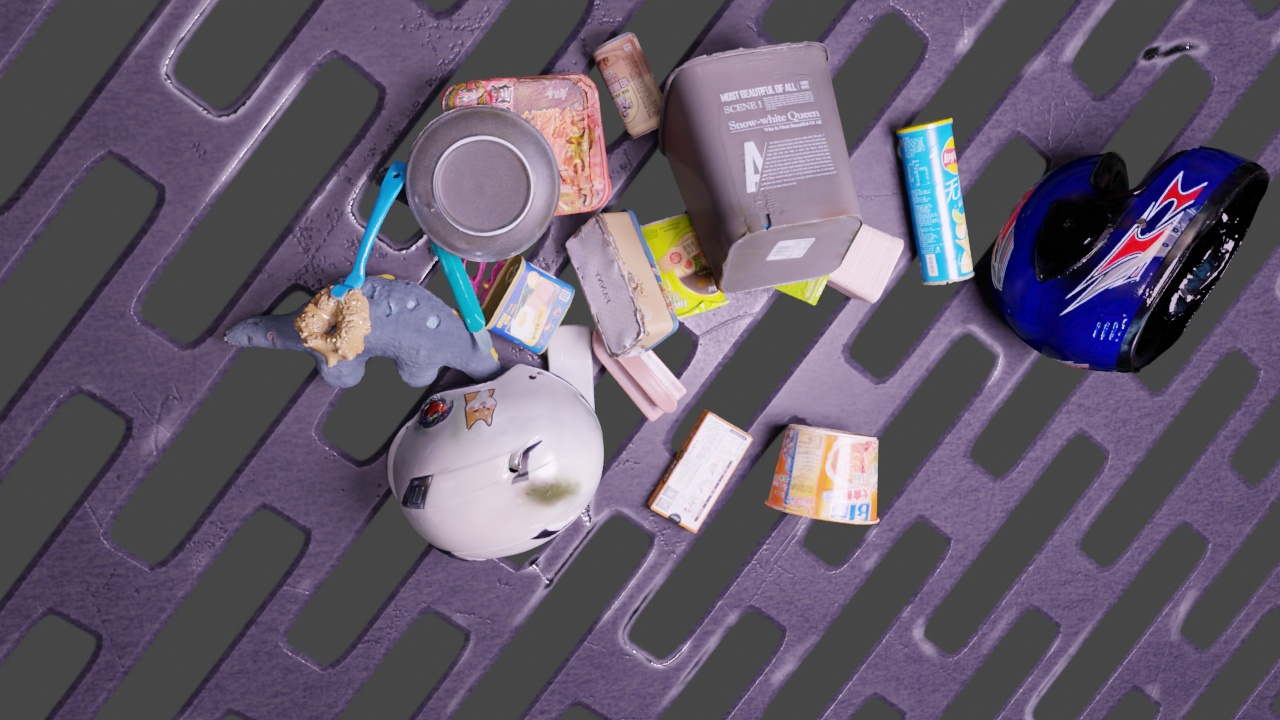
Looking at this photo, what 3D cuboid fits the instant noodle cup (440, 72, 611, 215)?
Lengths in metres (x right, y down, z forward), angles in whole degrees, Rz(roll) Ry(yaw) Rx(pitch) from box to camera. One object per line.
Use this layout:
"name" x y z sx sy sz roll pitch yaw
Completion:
"instant noodle cup" -0.136 -0.254 1.101 0.188 0.079 0.164 -7 101 -9

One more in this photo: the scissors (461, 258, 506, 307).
"scissors" -0.215 -0.073 1.151 0.073 0.017 0.137 29 97 -16

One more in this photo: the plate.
"plate" -0.180 -0.201 1.053 0.179 0.024 0.179 -2 105 -8

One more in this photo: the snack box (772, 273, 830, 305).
"snack box" 0.169 -0.137 1.161 0.156 0.026 0.086 26 95 28

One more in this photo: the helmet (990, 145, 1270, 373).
"helmet" 0.598 -0.148 1.182 0.247 0.240 0.316 19 106 -52

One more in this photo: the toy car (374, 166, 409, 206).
"toy car" -0.274 -0.203 1.102 0.090 0.043 0.034 26 66 -17

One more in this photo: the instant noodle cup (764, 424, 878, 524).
"instant noodle cup" 0.248 0.148 1.221 0.151 0.151 0.111 8 90 -13

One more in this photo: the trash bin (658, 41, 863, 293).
"trash bin" 0.141 -0.214 1.060 0.199 0.199 0.219 -11 69 -7

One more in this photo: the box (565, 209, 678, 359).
"box" -0.027 -0.099 1.115 0.061 0.090 0.184 -9 74 -40

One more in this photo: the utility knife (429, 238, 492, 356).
"utility knife" -0.217 -0.087 1.110 0.029 0.013 0.182 -27 77 10

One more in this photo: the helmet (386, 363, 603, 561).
"helmet" -0.168 0.146 1.102 0.274 0.156 0.230 -24 119 -2

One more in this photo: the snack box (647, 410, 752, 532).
"snack box" 0.081 0.150 1.243 0.075 0.026 0.154 31 92 -14

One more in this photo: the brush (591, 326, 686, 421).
"brush" -0.007 0.007 1.177 0.063 0.073 0.145 -40 103 -2

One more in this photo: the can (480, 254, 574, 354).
"can" -0.142 -0.068 1.137 0.083 0.057 0.102 28 94 -29

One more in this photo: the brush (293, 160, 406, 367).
"brush" -0.315 -0.114 1.035 0.083 0.046 0.254 16 77 13

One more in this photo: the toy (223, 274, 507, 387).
"toy" -0.314 -0.034 1.103 0.356 0.091 0.138 8 117 -11

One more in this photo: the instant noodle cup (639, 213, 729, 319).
"instant noodle cup" 0.041 -0.116 1.152 0.111 0.112 0.123 -17 95 -8

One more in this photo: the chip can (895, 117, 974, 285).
"chip can" 0.393 -0.210 1.221 0.071 0.071 0.210 -16 103 -9

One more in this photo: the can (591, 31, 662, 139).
"can" -0.010 -0.336 1.123 0.058 0.058 0.116 -28 103 -6

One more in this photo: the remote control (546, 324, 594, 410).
"remote control" -0.090 0.028 1.189 0.058 0.021 0.150 -4 100 -11

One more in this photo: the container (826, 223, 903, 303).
"container" 0.264 -0.140 1.199 0.111 0.090 0.090 24 95 -11
